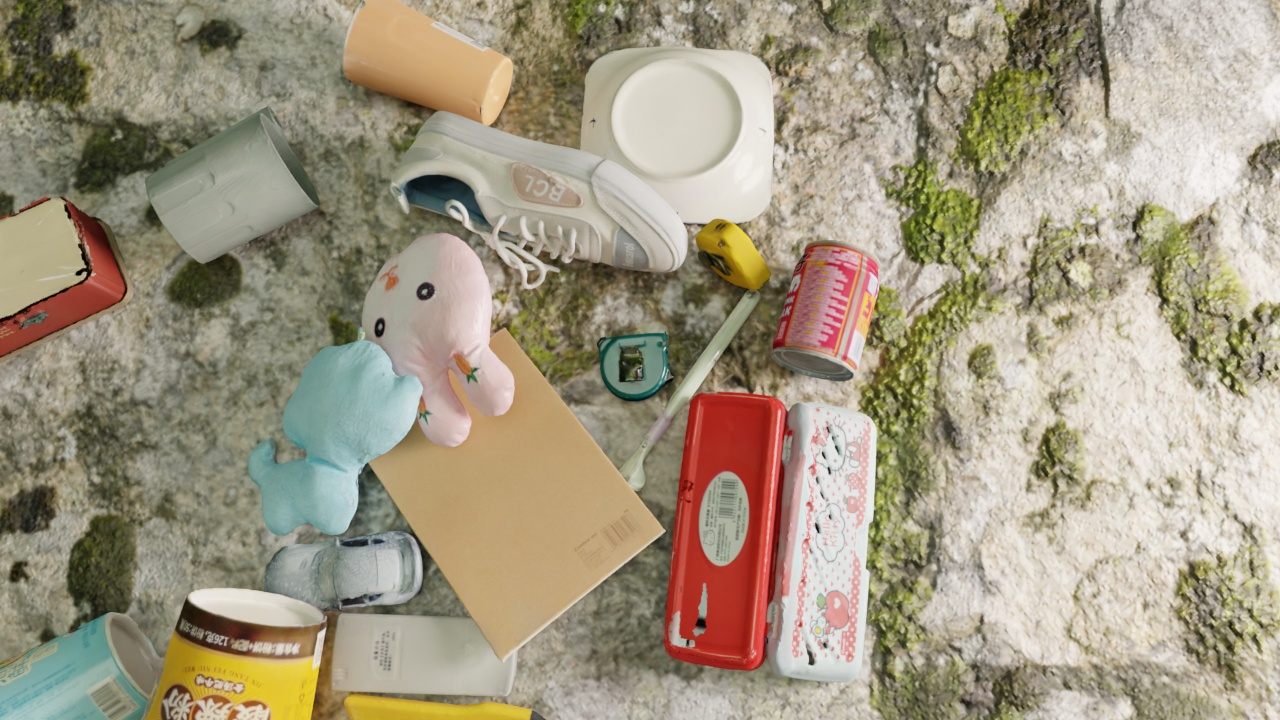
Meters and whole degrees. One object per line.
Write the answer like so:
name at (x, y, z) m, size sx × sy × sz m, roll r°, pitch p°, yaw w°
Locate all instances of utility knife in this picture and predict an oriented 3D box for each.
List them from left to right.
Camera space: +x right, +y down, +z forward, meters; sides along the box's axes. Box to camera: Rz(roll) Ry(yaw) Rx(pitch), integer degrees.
utility knife at (-0.139, 0.260, 0.665) m, size 0.154 × 0.015 × 0.033 m, roll 6°, pitch 97°, yaw 3°

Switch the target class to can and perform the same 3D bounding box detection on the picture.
can at (0.144, -0.038, 0.705) m, size 0.066 × 0.066 × 0.093 m, roll 16°, pitch 78°, yaw 5°

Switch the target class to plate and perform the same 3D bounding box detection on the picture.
plate at (0.031, -0.195, 0.763) m, size 0.163 × 0.034 × 0.164 m, roll 0°, pitch 76°, yaw 2°

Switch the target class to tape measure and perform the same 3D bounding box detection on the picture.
tape measure at (-0.004, 0.004, 0.721) m, size 0.058 × 0.025 × 0.054 m, roll -5°, pitch 75°, yaw 1°
tape measure at (0.068, -0.083, 0.723) m, size 0.029 × 0.057 × 0.060 m, roll -44°, pitch 119°, yaw -11°

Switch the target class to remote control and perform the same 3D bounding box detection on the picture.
remote control at (-0.159, 0.216, 0.676) m, size 0.135 × 0.019 × 0.056 m, roll 1°, pitch 76°, yaw 2°

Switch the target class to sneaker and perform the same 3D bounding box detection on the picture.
sneaker at (-0.084, -0.113, 0.715) m, size 0.242 × 0.090 × 0.090 m, roll 23°, pitch 63°, yaw 11°

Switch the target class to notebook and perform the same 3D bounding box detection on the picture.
notebook at (-0.103, 0.094, 0.695) m, size 0.149 × 0.012 × 0.211 m, roll -37°, pitch 71°, yaw -8°

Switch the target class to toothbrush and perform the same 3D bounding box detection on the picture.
toothbrush at (0.040, 0.020, 0.720) m, size 0.029 × 0.020 × 0.189 m, roll 25°, pitch 75°, yaw 40°

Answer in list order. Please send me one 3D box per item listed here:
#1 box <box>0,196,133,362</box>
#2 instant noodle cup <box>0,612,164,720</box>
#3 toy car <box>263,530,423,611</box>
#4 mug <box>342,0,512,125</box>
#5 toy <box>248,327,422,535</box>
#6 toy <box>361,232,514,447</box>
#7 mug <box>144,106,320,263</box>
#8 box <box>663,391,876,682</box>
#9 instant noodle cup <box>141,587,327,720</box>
box at (-0.508, -0.059, 0.722) m, size 0.168 × 0.077 × 0.091 m, roll -26°, pitch 78°, yaw -5°
instant noodle cup at (-0.404, 0.240, 0.640) m, size 0.120 × 0.111 × 0.111 m, roll -33°, pitch 78°, yaw -15°
toy car at (-0.221, 0.159, 0.685) m, size 0.120 × 0.037 × 0.054 m, roll -8°, pitch 77°, yaw 3°
mug at (-0.173, -0.246, 0.763) m, size 0.123 × 0.078 × 0.078 m, roll 22°, pitch 78°, yaw 1°
toy at (-0.231, 0.053, 0.690) m, size 0.162 × 0.049 × 0.156 m, roll -4°, pitch 86°, yaw 22°
toy at (-0.154, -0.018, 0.700) m, size 0.121 × 0.054 × 0.159 m, roll -36°, pitch 72°, yaw 21°
mug at (-0.333, -0.148, 0.746) m, size 0.103 × 0.084 × 0.124 m, roll -30°, pitch 51°, yaw -5°
box at (0.099, 0.127, 0.674) m, size 0.160 × 0.065 × 0.201 m, roll 7°, pitch 78°, yaw -1°
instant noodle cup at (-0.273, 0.222, 0.621) m, size 0.118 × 0.118 × 0.114 m, roll 13°, pitch 84°, yaw 4°
